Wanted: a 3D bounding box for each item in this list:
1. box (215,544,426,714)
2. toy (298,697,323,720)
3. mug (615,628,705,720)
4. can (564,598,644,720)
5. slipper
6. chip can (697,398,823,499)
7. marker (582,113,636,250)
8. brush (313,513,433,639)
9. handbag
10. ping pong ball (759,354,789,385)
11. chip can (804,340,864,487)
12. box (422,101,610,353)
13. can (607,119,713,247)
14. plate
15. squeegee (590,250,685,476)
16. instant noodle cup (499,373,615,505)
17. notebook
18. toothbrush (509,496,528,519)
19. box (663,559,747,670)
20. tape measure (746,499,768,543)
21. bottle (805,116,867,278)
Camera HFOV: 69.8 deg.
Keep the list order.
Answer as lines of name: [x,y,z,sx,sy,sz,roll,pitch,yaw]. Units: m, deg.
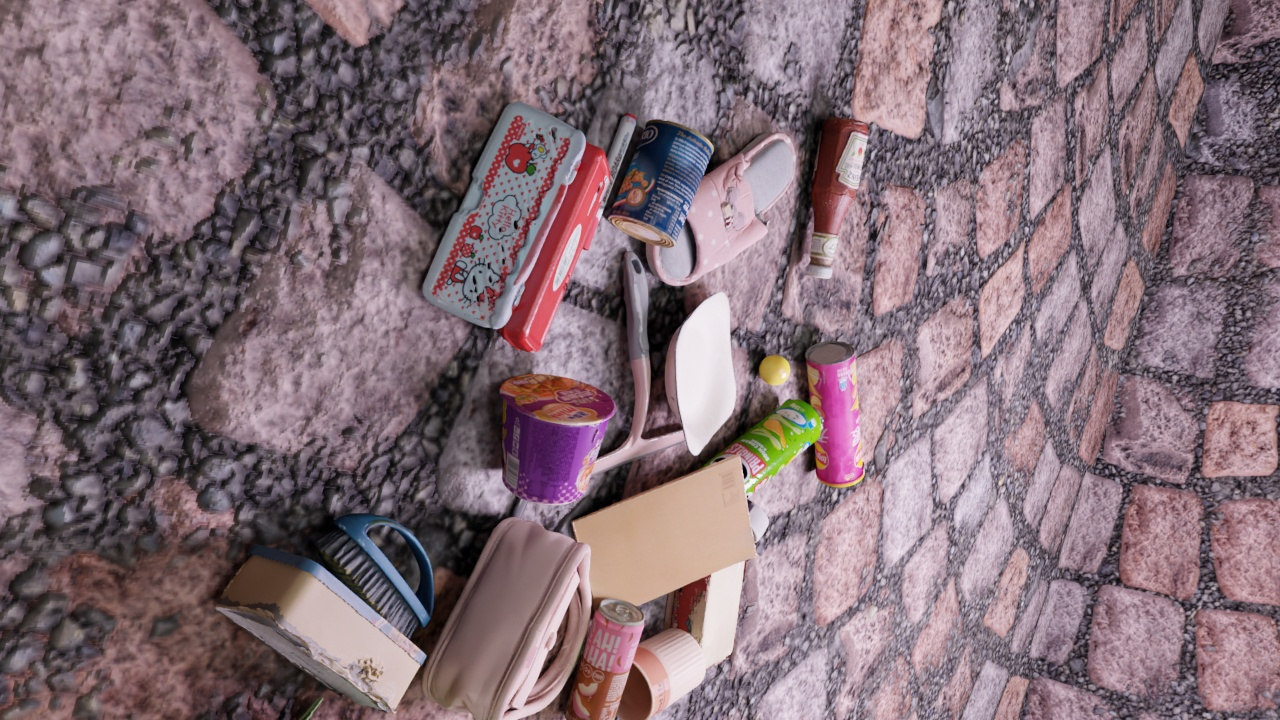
box: [-0.259,0.218,0.745,0.060,0.090,0.184,-61,141,-33]
toy: [-0.243,0.355,0.765,0.227,0.090,0.247,-23,150,3]
mug: [0.012,0.394,1.127,0.105,0.081,0.115,-12,138,-47]
can: [-0.041,0.351,1.049,0.057,0.058,0.147,5,105,-49]
slipper: [0.107,-0.177,1.054,0.273,0.054,0.114,-41,130,-32]
chip can: [0.144,0.129,1.187,0.235,0.072,0.072,-32,125,-39]
marker: [-0.035,-0.180,0.923,0.017,0.017,0.145,25,84,-49]
brush: [-0.222,0.184,0.803,0.073,0.055,0.144,-46,132,-28]
handbag: [-0.110,0.284,0.944,0.193,0.093,0.234,-62,156,-21]
ping pong ball: [0.176,0.013,1.206,0.040,0.040,0.040,-18,116,-44]
chip can: [0.280,0.079,1.322,0.071,0.071,0.211,-35,126,-36]
box: [-0.110,-0.120,0.843,0.119,0.098,0.201,65,47,-78]
can: [0.020,-0.179,0.940,0.075,0.075,0.111,28,82,-49]
plate: [0.066,0.012,1.063,0.163,0.034,0.164,-41,130,-55]
squeegee: [-0.006,0.006,1.002,0.247,0.040,0.250,-15,113,-45]
instant noodle cup: [-0.086,0.078,0.889,0.111,0.112,0.099,-13,120,-46]
notebook: [0.033,0.207,1.066,0.211,0.012,0.150,-20,119,-15]
toothbrush: [-0.145,0.207,0.929,0.015,0.018,0.181,30,78,-46]
box: [0.089,0.309,1.179,0.091,0.076,0.168,-6,106,-48]
tape measure: [0.134,0.209,1.204,0.033,0.066,0.066,-50,134,-27]
bottle: [0.251,-0.211,1.201,0.059,0.060,0.206,-1,103,-48]
